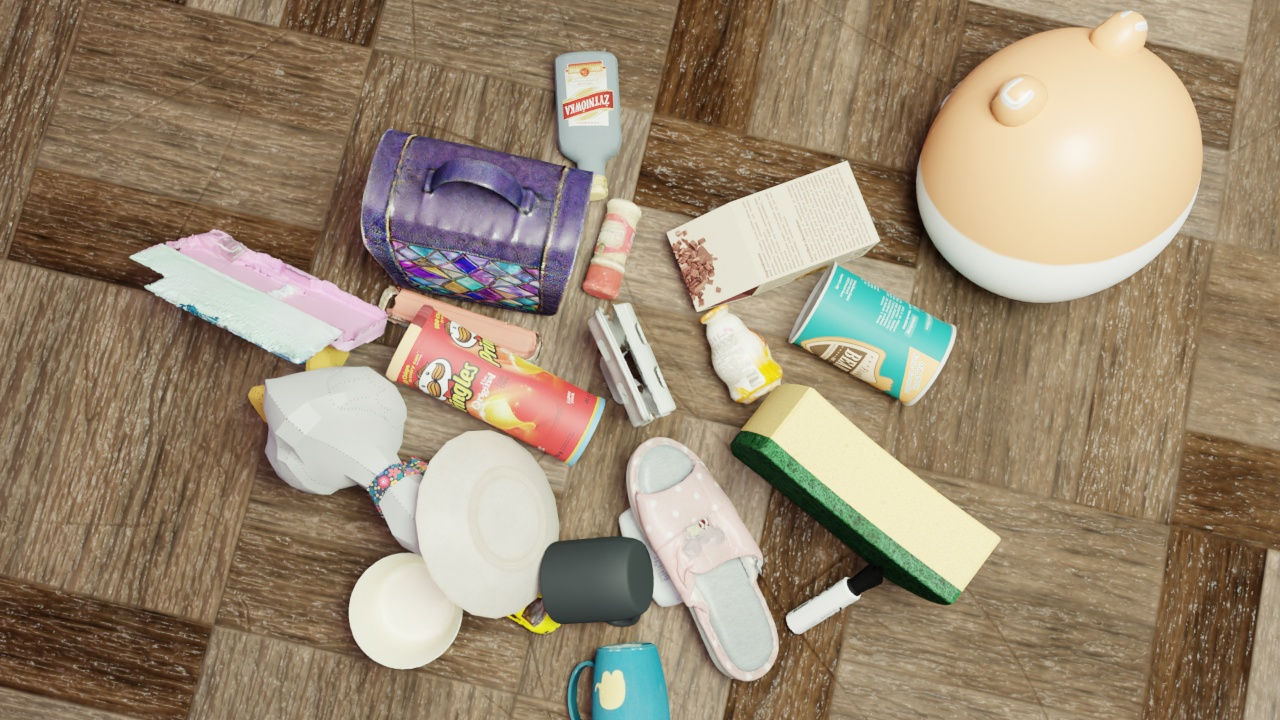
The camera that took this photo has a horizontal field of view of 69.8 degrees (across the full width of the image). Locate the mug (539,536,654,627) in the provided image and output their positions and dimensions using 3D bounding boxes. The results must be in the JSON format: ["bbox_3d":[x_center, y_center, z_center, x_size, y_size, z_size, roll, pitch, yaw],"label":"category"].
[{"bbox_3d":[-0.036,0.239,0.954,0.095,0.085,0.122,-9,128,21],"label":"mug"}]

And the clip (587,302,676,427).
[{"bbox_3d":[-0.006,0.005,0.957,0.081,0.147,0.125,-22,84,3],"label":"clip"}]

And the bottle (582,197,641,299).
[{"bbox_3d":[-0.031,-0.124,1.021,0.044,0.044,0.109,16,82,0],"label":"bottle"}]

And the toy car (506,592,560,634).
[{"bbox_3d":[-0.129,0.255,0.982,0.107,0.030,0.049,27,82,0],"label":"toy car"}]

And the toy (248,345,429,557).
[{"bbox_3d":[-0.288,0.089,0.926,0.141,0.247,0.267,-46,64,-5],"label":"toy"}]

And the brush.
[{"bbox_3d":[0.212,0.132,0.920,0.250,0.195,0.075,39,84,3],"label":"brush"}]

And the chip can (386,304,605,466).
[{"bbox_3d":[-0.150,0.028,0.961,0.213,0.087,0.087,28,83,-9],"label":"chip can"}]

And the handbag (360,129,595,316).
[{"bbox_3d":[-0.157,-0.141,0.924,0.205,0.222,0.125,11,74,-2],"label":"handbag"}]

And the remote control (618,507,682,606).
[{"bbox_3d":[0.019,0.208,0.990,0.060,0.028,0.114,-25,85,-5],"label":"remote control"}]

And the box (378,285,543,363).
[{"bbox_3d":[-0.198,-0.040,1.007,0.187,0.053,0.058,16,115,2],"label":"box"}]

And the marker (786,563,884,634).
[{"bbox_3d":[0.203,0.248,0.957,0.025,0.025,0.126,49,123,4],"label":"marker"}]

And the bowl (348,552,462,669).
[{"bbox_3d":[-0.239,0.258,0.961,0.115,0.062,0.115,0,83,-1],"label":"bowl"}]

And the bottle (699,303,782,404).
[{"bbox_3d":[0.106,-0.008,1.000,0.063,0.063,0.108,-30,84,-5],"label":"bottle"}]

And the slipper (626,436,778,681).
[{"bbox_3d":[0.073,0.204,0.960,0.114,0.055,0.274,-27,89,-34],"label":"slipper"}]

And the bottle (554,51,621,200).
[{"bbox_3d":[-0.058,-0.263,1.034,0.072,0.046,0.161,-3,84,-2],"label":"bottle"}]

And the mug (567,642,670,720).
[{"bbox_3d":[-0.025,0.349,0.954,0.112,0.084,0.104,-10,76,26],"label":"mug"}]

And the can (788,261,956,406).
[{"bbox_3d":[0.247,-0.029,0.987,0.144,0.099,0.099,29,83,2],"label":"can"}]

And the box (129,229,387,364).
[{"bbox_3d":[-0.397,-0.065,0.942,0.230,0.158,0.035,25,112,8],"label":"box"}]

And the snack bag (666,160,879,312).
[{"bbox_3d":[0.142,-0.132,1.012,0.206,0.070,0.094,-20,84,-3],"label":"snack bag"}]

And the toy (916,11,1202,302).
[{"bbox_3d":[0.414,-0.205,0.926,0.262,0.281,0.265,-32,57,-5],"label":"toy"}]

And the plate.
[{"bbox_3d":[-0.142,0.161,0.926,0.027,0.188,0.188,-17,82,37],"label":"plate"}]
